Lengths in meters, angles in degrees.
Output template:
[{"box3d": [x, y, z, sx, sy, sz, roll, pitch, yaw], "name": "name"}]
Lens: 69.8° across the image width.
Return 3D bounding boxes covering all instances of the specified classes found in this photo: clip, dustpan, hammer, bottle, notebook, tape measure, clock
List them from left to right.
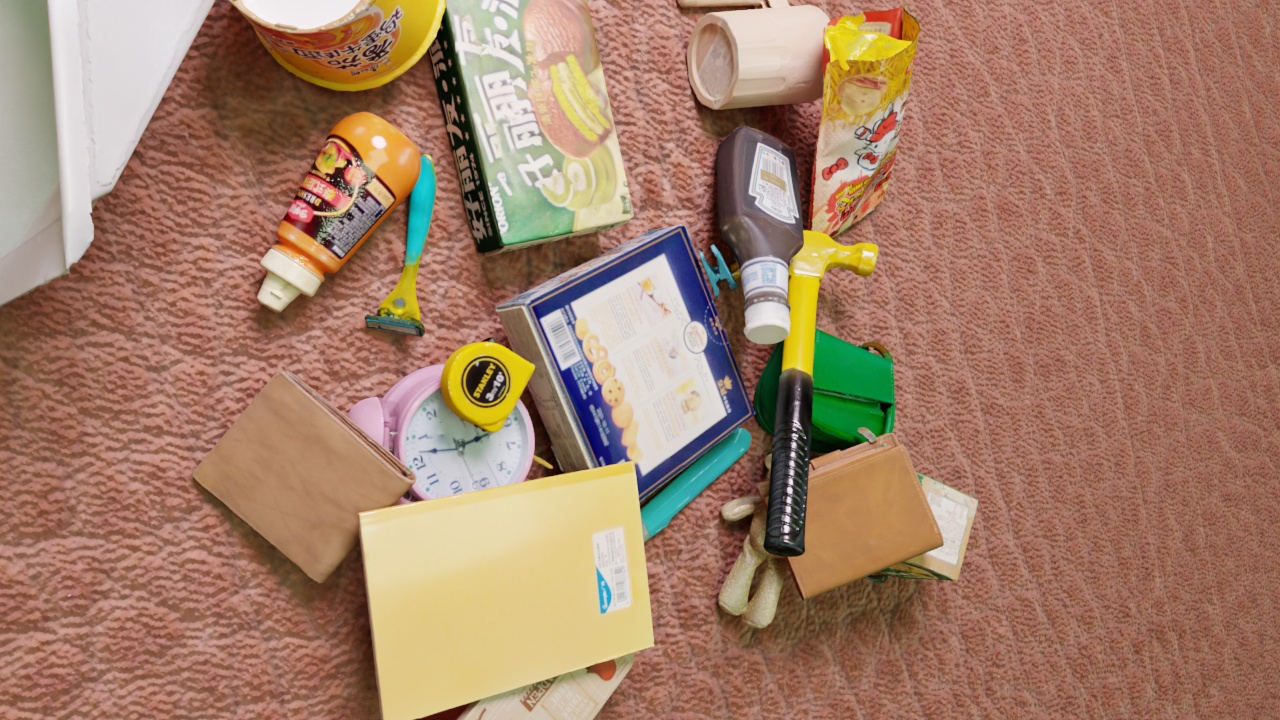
[{"box3d": [-0.332, -0.176, 0.478, 0.142, 0.223, 0.257, 35, 62, -37], "name": "dustpan"}, {"box3d": [-0.214, -0.098, 0.632, 0.066, 0.067, 0.149, 37, 80, -24], "name": "bottle"}, {"box3d": [-0.150, 0.068, 0.666, 0.158, 0.060, 0.117, -25, 101, -26], "name": "clock"}, {"box3d": [-0.110, 0.016, 0.639, 0.057, 0.029, 0.060, 34, 73, -25], "name": "tape measure"}, {"box3d": [-0.087, 0.158, 0.645, 0.206, 0.010, 0.146, -8, 94, -29], "name": "notebook"}, {"box3d": [0.065, -0.075, 0.771, 0.047, 0.014, 0.057, -22, 137, 12], "name": "clip"}, {"box3d": [0.103, -0.106, 0.778, 0.079, 0.044, 0.194, 18, 57, -29], "name": "bottle"}, {"box3d": [0.129, 0.015, 0.767, 0.129, 0.033, 0.300, 7, 61, 3], "name": "hammer"}]

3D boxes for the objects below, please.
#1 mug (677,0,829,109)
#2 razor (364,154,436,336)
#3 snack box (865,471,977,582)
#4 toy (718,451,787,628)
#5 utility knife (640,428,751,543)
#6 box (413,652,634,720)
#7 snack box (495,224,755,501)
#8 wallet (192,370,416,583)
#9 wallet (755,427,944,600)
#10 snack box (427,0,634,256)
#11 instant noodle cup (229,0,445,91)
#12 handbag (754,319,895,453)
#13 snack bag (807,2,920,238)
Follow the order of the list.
[{"box3d": [0.097, -0.281, 0.803, 0.103, 0.084, 0.124, -14, 73, -28], "name": "mug"}, {"box3d": [-0.168, -0.085, 0.674, 0.043, 0.028, 0.132, 9, 88, 2], "name": "razor"}, {"box3d": [0.246, 0.153, 0.865, 0.117, 0.106, 0.118, 24, 80, -28], "name": "snack box"}, {"box3d": [0.119, 0.161, 0.824, 0.105, 0.066, 0.157, 21, 81, 15], "name": "toy"}, {"box3d": [0.045, 0.108, 0.805, 0.151, 0.013, 0.029, -37, 110, -27], "name": "utility knife"}, {"box3d": [-0.094, 0.258, 0.695, 0.168, 0.081, 0.091, -47, 110, -28], "name": "box"}, {"box3d": [-0.004, 0.004, 0.739, 0.182, 0.046, 0.178, -31, 106, -38], "name": "snack box"}, {"box3d": [-0.224, 0.078, 0.611, 0.115, 0.020, 0.101, 43, 99, -7], "name": "wallet"}, {"box3d": [0.176, 0.125, 0.783, 0.130, 0.035, 0.119, -20, 77, -3], "name": "wallet"}, {"box3d": [-0.090, -0.208, 0.697, 0.114, 0.063, 0.240, -16, 98, -27], "name": "snack box"}, {"box3d": [-0.201, -0.249, 0.580, 0.138, 0.109, 0.138, 0, 97, -2], "name": "instant noodle cup"}, {"box3d": [0.175, 0.023, 0.852, 0.131, 0.068, 0.120, 22, 71, -26], "name": "handbag"}, {"box3d": [0.192, -0.199, 0.812, 0.128, 0.073, 0.208, -42, 148, -24], "name": "snack bag"}]
